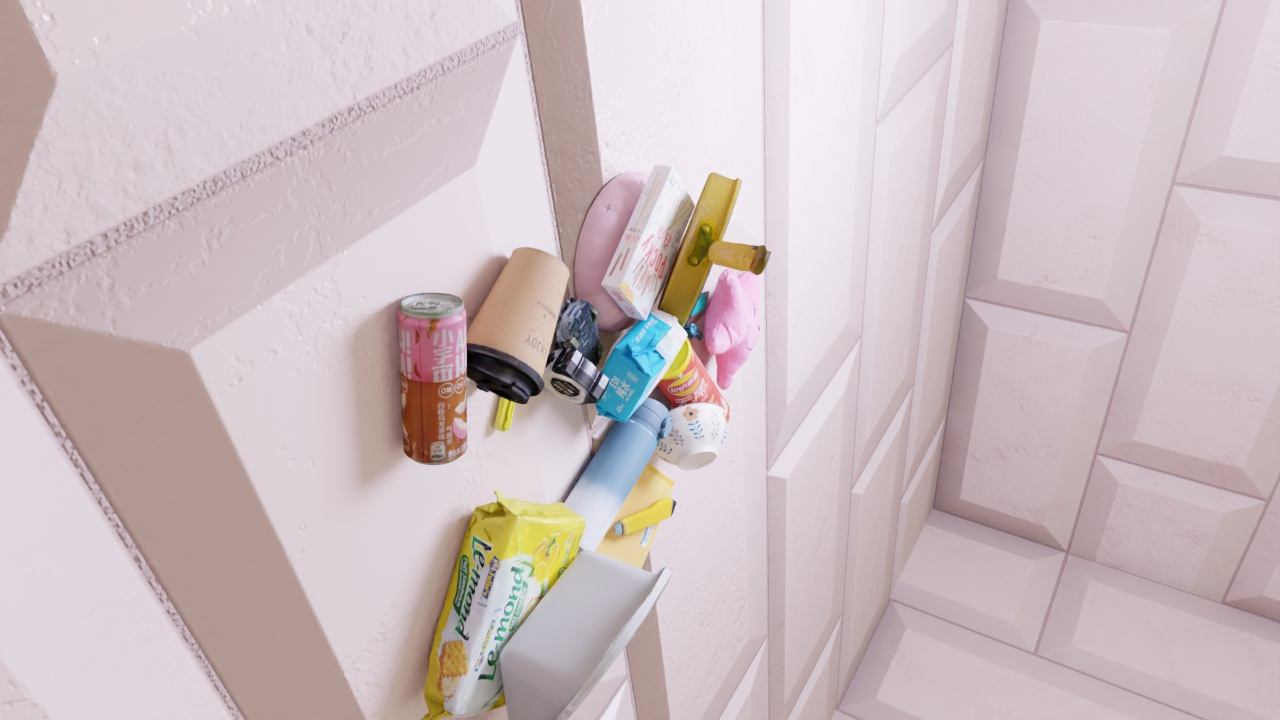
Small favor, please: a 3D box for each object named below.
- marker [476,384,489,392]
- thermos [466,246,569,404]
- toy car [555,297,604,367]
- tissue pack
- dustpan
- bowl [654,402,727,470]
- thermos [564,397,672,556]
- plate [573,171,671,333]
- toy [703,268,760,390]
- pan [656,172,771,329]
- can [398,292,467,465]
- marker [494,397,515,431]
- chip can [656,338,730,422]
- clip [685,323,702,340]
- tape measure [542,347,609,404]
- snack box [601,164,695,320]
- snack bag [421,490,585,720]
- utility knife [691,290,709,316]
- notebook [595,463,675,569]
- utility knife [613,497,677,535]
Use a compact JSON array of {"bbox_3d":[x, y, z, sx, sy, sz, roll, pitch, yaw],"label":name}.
[{"bbox_3d":[-0.130,-0.027,0.927,0.130,0.023,0.018,-63,144,-14],"label":"marker"},{"bbox_3d":[-0.119,-0.033,0.877,0.143,0.093,0.093,-70,153,-22],"label":"thermos"},{"bbox_3d":[-0.070,-0.021,1.025,0.054,0.037,0.121,-59,159,-26],"label":"toy car"},{"bbox_3d":[-0.006,0.006,1.087,0.089,0.063,0.140,-49,174,-36],"label":"tissue pack"},{"bbox_3d":[-0.045,0.331,1.009,0.222,0.143,0.258,-48,143,-39],"label":"dustpan"},{"bbox_3d":[0.069,0.112,1.256,0.113,0.113,0.062,48,23,-58],"label":"bowl"},{"bbox_3d":[-0.035,0.142,1.141,0.219,0.070,0.070,-57,148,-26],"label":"thermos"},{"bbox_3d":[-0.008,-0.122,1.076,0.191,0.039,0.193,-37,135,-49],"label":"plate"},{"bbox_3d":[0.135,-0.066,1.326,0.195,0.075,0.178,66,40,-61],"label":"toy"},{"bbox_3d":[0.086,-0.121,1.039,0.357,0.078,0.198,-86,-164,-85],"label":"pan"},{"bbox_3d":[-0.183,0.017,0.813,0.057,0.058,0.147,-30,130,-53],"label":"can"},{"bbox_3d":[-0.131,0.014,0.953,0.018,0.015,0.124,8,96,-65],"label":"marker"},{"bbox_3d":[0.064,0.034,1.260,0.073,0.073,0.216,-65,152,-15],"label":"chip can"},{"bbox_3d":[0.071,-0.041,1.285,0.057,0.046,0.014,41,68,-61],"label":"clip"},{"bbox_3d":[-0.076,0.018,0.999,0.066,0.066,0.033,46,57,-29],"label":"tape measure"},{"bbox_3d":[0.011,-0.132,1.032,0.156,0.027,0.084,-67,152,-14],"label":"snack box"},{"bbox_3d":[-0.150,0.263,0.997,0.158,0.068,0.246,21,86,-63],"label":"snack bag"},{"bbox_3d":[0.050,-0.064,1.243,0.159,0.013,0.029,-29,127,-50],"label":"utility knife"},{"bbox_3d":[-0.014,0.212,1.280,0.145,0.010,0.206,-68,152,-11],"label":"notebook"},{"bbox_3d":[0.006,0.219,1.289,0.173,0.015,0.033,-5,103,-60],"label":"utility knife"}]
